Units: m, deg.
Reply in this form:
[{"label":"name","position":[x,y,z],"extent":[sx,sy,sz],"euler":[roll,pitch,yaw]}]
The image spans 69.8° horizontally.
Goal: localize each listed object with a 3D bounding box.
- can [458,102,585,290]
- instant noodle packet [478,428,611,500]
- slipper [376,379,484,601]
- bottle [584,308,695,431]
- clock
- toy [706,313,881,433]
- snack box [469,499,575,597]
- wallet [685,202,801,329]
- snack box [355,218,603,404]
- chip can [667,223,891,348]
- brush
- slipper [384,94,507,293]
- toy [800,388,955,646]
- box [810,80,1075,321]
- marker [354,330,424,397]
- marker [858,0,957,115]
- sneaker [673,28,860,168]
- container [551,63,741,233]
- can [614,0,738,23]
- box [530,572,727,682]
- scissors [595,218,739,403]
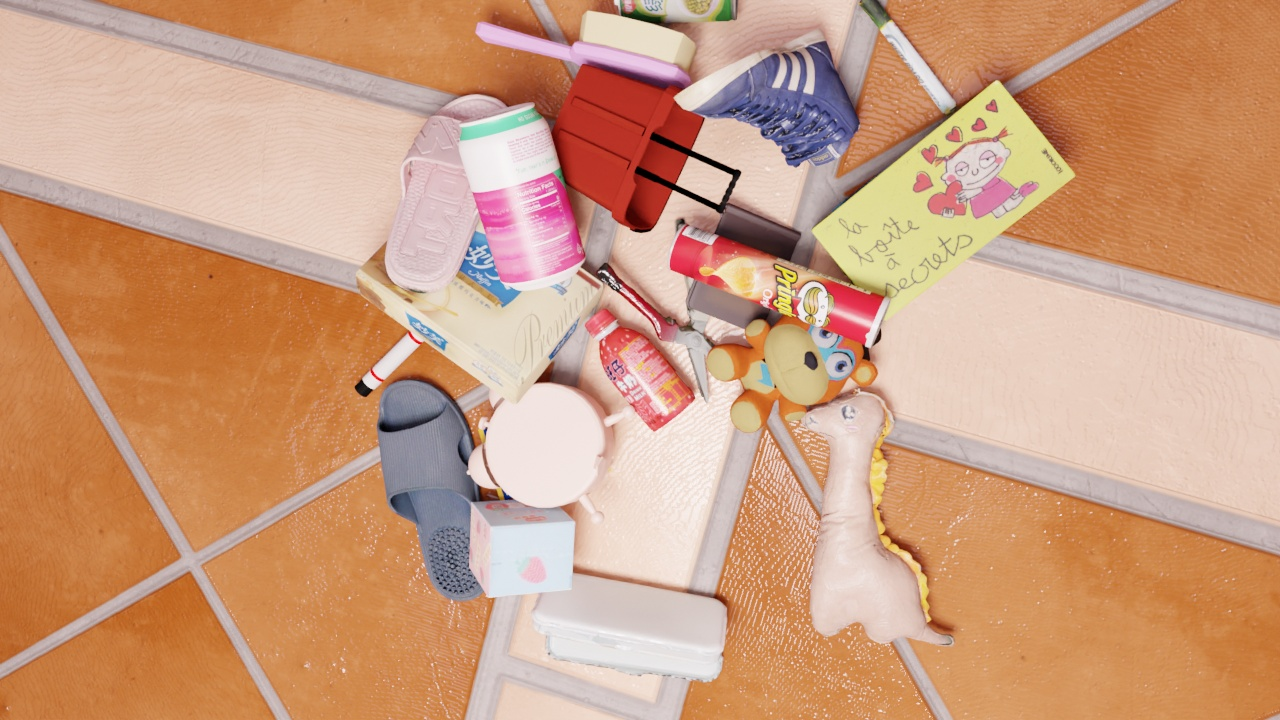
[{"label":"can","position":[-0.114,-0.157,0.887],"extent":[0.088,0.088,0.166],"euler":[-11,111,10]},{"label":"instant noodle packet","position":[-0.108,0.100,1.024],"extent":[0.134,0.026,0.087],"euler":[-18,89,11]},{"label":"slipper","position":[-0.231,0.150,1.022],"extent":[0.101,0.082,0.263],"euler":[-15,95,8]},{"label":"bottle","position":[-0.006,0.006,0.980],"extent":[0.062,0.062,0.137],"euler":[-39,89,11]},{"label":"clock","position":[-0.101,0.088,0.969],"extent":[0.160,0.086,0.131],"euler":[16,89,19]},{"label":"toy","position":[0.162,0.000,0.943],"extent":[0.176,0.096,0.112],"euler":[-26,93,0]},{"label":"snack box","position":[-0.129,0.199,0.988],"extent":[0.093,0.095,0.079],"euler":[0,98,-23]},{"label":"wallet","position":[0.106,-0.096,0.962],"extent":[0.091,0.018,0.115],"euler":[20,97,-12]},{"label":"snack box","position":[-0.167,-0.076,0.962],"extent":[0.207,0.055,0.153],"euler":[36,67,4]},{"label":"chip can","position":[0.132,-0.075,0.898],"extent":[0.215,0.051,0.052],"euler":[23,99,16]},{"label":"brush","position":[-0.055,-0.324,0.935],"extent":[0.229,0.089,0.043],"euler":[16,94,7]},{"label":"slipper","position":[-0.197,-0.184,0.933],"extent":[0.094,0.064,0.238],"euler":[16,68,-3]},{"label":"toy","position":[0.251,0.166,0.965],"extent":[0.196,0.065,0.264],"euler":[9,91,0]},{"label":"box","position":[0.289,-0.153,0.905],"extent":[0.221,0.082,0.124],"euler":[-37,90,10]},{"label":"marker","position":[-0.268,-0.013,1.040],"extent":[0.146,0.019,0.019],"euler":[-42,89,11]},{"label":"marker","position":[0.270,-0.308,0.922],"extent":[0.017,0.017,0.146],"euler":[-38,90,11]},{"label":"sneaker","position":[0.129,-0.227,0.866],"extent":[0.092,0.232,0.118],"euler":[-19,103,41]},{"label":"container","position":[0.016,-0.200,0.919],"extent":[0.201,0.127,0.148],"euler":[28,100,15]},{"label":"can","position":[0.037,-0.375,0.925],"extent":[0.121,0.067,0.067],"euler":[2,97,8]},{"label":"box","position":[-0.011,0.300,0.993],"extent":[0.211,0.105,0.130],"euler":[4,101,9]},{"label":"scissors","position":[0.039,-0.059,0.976],"extent":[0.196,0.015,0.179],"euler":[19,84,-13]}]
